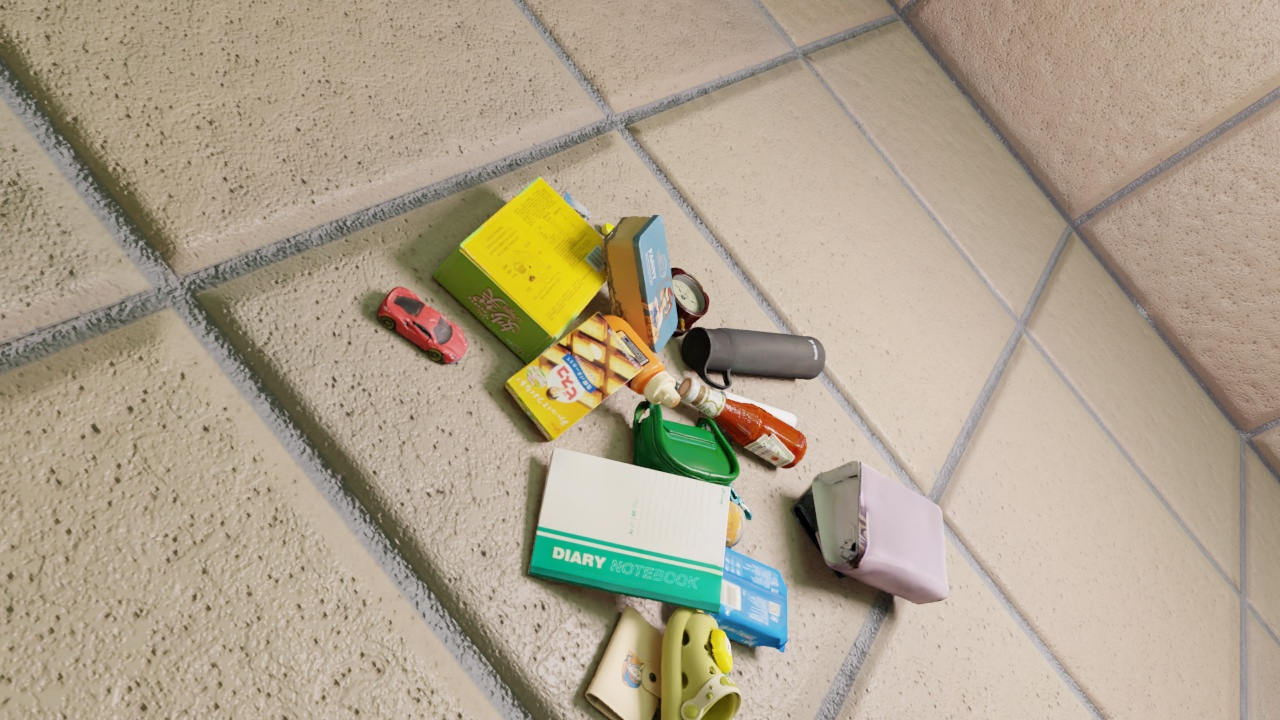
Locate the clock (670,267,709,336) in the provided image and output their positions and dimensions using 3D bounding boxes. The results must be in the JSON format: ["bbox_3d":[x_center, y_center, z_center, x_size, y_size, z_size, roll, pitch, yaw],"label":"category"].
[{"bbox_3d":[0.056,-0.087,1.301,0.082,0.055,0.121,45,38,-6],"label":"clock"}]

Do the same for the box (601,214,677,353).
[{"bbox_3d":[0.000,-0.103,1.182,0.089,0.060,0.184,-57,147,-48],"label":"box"}]

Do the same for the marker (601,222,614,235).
[{"bbox_3d":[-0.006,-0.168,1.339,0.124,0.015,0.018,25,47,-31],"label":"marker"}]

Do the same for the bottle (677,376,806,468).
[{"bbox_3d":[0.137,0.082,1.241,0.206,0.060,0.059,30,44,-25],"label":"bottle"}]

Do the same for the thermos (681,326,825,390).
[{"bbox_3d":[0.168,0.001,1.337,0.242,0.069,0.090,3,76,-40],"label":"thermos"}]

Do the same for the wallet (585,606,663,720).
[{"bbox_3d":[-0.003,0.327,0.958,0.087,0.024,0.114,45,37,-12],"label":"wallet"}]

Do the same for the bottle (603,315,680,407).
[{"bbox_3d":[-0.007,0.007,1.132,0.149,0.067,0.066,42,35,27],"label":"bottle"}]

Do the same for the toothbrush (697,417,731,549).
[{"bbox_3d":[0.097,0.158,1.186,0.016,0.014,0.189,29,42,-48],"label":"toothbrush"}]

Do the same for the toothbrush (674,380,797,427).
[{"bbox_3d":[0.133,0.062,1.282,0.220,0.027,0.026,18,74,-33],"label":"toothbrush"}]

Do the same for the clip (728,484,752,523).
[{"bbox_3d":[0.123,0.186,1.189,0.039,0.014,0.056,-18,76,-49],"label":"clip"}]

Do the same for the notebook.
[{"bbox_3d":[-0.007,0.184,1.001,0.209,0.012,0.150,13,56,-7],"label":"notebook"}]

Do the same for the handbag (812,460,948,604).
[{"bbox_3d":[0.326,0.240,1.249,0.197,0.099,0.144,28,45,-33],"label":"handbag"}]

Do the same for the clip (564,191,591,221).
[{"bbox_3d":[-0.092,-0.213,1.290,0.058,0.045,0.027,22,46,-37],"label":"clip"}]

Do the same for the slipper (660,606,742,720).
[{"bbox_3d":[0.068,0.349,0.948,0.092,0.082,0.190,57,32,-49],"label":"slipper"}]

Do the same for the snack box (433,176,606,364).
[{"bbox_3d":[-0.133,-0.116,1.137,0.157,0.070,0.209,44,41,-9],"label":"snack box"}]

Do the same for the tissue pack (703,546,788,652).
[{"bbox_3d":[0.112,0.279,1.078,0.157,0.052,0.094,28,47,-25],"label":"tissue pack"}]

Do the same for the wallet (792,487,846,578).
[{"bbox_3d":[0.269,0.233,1.287,0.097,0.019,0.121,-29,85,-50],"label":"wallet"}]

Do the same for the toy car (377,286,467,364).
[{"bbox_3d":[-0.237,-0.039,1.013,0.106,0.031,0.049,39,42,-17],"label":"toy car"}]

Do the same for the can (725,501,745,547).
[{"bbox_3d":[0.054,0.187,1.089,0.146,0.058,0.058,15,51,-35],"label":"can"}]

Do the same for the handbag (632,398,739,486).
[{"bbox_3d":[0.053,0.111,1.137,0.131,0.068,0.120,15,46,-34],"label":"handbag"}]

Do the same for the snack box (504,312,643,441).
[{"bbox_3d":[-0.077,0.019,1.065,0.140,0.034,0.087,-38,90,-16],"label":"snack box"}]
